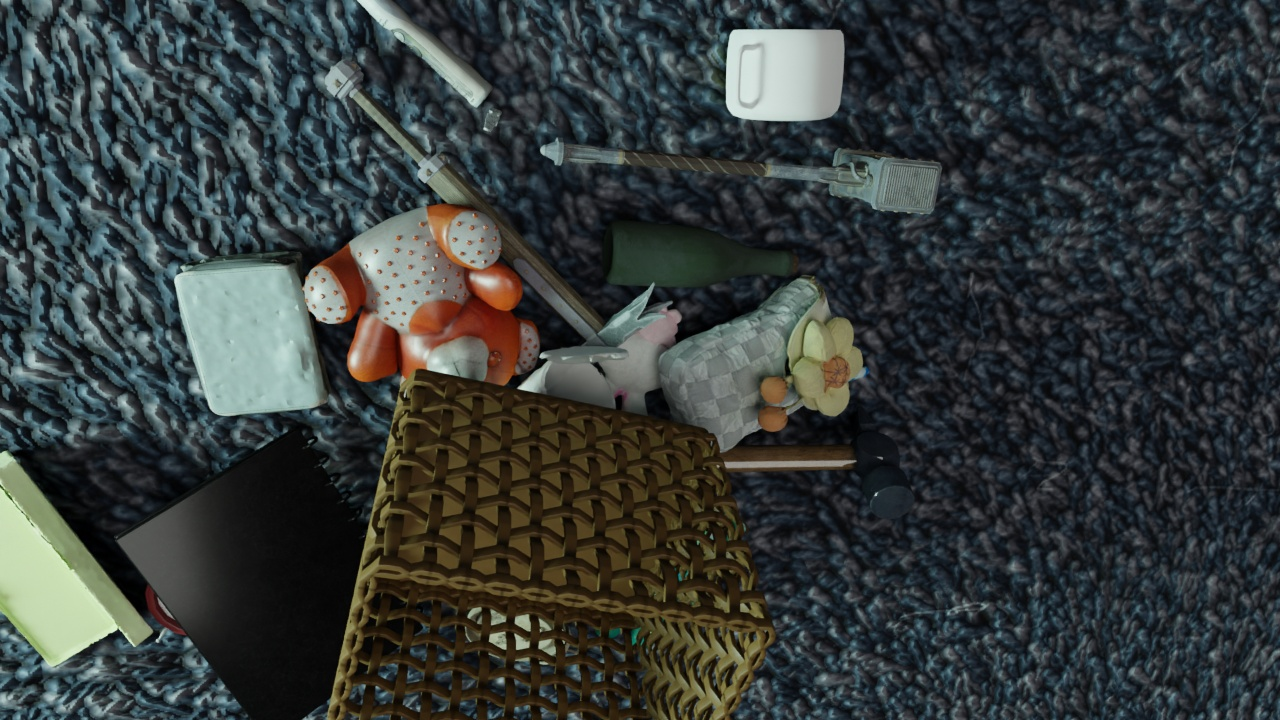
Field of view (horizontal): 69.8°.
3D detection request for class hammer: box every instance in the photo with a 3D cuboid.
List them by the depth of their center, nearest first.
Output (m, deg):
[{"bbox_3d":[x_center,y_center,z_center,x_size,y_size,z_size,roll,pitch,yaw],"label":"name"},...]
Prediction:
[{"bbox_3d":[-0.133,-0.116,0.751,0.147,0.028,0.317,-34,109,34],"label":"hammer"},{"bbox_3d":[0.079,-0.161,0.761,0.321,0.098,0.044,2,107,-14],"label":"hammer"},{"bbox_3d":[0.079,0.091,0.855,0.322,0.129,0.040,-1,124,-3],"label":"hammer"}]

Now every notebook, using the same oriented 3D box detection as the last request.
[{"bbox_3d":[-0.307,0.194,0.798,0.168,0.019,0.231,-34,115,-25],"label":"notebook"}]

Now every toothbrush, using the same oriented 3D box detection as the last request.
[{"bbox_3d":[-0.110,-0.172,0.670,0.010,0.181,0.010,16,106,-12],"label":"toothbrush"},{"bbox_3d":[-0.193,-0.265,0.706,0.185,0.022,0.024,38,78,-22],"label":"toothbrush"}]

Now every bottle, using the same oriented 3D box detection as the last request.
[{"bbox_3d":[0.056,-0.090,0.804,0.174,0.055,0.055,2,107,-15],"label":"bottle"}]

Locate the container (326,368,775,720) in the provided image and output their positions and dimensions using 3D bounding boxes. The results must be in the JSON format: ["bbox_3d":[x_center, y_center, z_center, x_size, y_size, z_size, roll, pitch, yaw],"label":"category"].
[{"bbox_3d":[-0.077,0.172,0.672,0.251,0.213,0.220,13,119,-14],"label":"container"}]

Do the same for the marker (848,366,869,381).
[{"bbox_3d":[0.155,0.030,0.889,0.141,0.013,0.013,-18,111,-7],"label":"marker"}]

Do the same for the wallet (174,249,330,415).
[{"bbox_3d":[-0.311,-0.021,0.744,0.100,0.054,0.132,-3,109,0],"label":"wallet"}]

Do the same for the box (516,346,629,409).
[{"bbox_3d":[-0.065,0.031,0.770,0.081,0.091,0.160,6,150,-38],"label":"box"}]

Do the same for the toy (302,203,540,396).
[{"bbox_3d":[-0.165,-0.033,0.745,0.164,0.092,0.172,-25,122,3],"label":"toy"}]

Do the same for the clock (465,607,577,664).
[{"bbox_3d":[-0.104,0.248,0.873,0.093,0.054,0.141,-24,127,23],"label":"clock"}]

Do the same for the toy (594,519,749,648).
[{"bbox_3d":[0.028,0.209,0.892,0.130,0.072,0.194,25,110,-19],"label":"toy"}]

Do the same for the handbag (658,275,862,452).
[{"bbox_3d":[0.109,0.014,0.808,0.171,0.123,0.112,-26,117,-19],"label":"handbag"}]

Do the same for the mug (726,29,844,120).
[{"bbox_3d":[0.110,-0.231,0.741,0.115,0.094,0.068,-21,119,-46],"label":"mug"}]

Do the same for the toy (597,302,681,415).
[{"bbox_3d":[-0.005,0.005,0.830,0.076,0.037,0.125,23,97,-15],"label":"toy"}]

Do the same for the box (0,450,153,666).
[{"bbox_3d":[-0.497,0.165,0.768,0.134,0.061,0.188,-20,112,18],"label":"box"}]

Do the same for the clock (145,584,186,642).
[{"bbox_3d":[-0.381,0.185,0.799,0.087,0.044,0.125,7,107,-15],"label":"clock"}]
